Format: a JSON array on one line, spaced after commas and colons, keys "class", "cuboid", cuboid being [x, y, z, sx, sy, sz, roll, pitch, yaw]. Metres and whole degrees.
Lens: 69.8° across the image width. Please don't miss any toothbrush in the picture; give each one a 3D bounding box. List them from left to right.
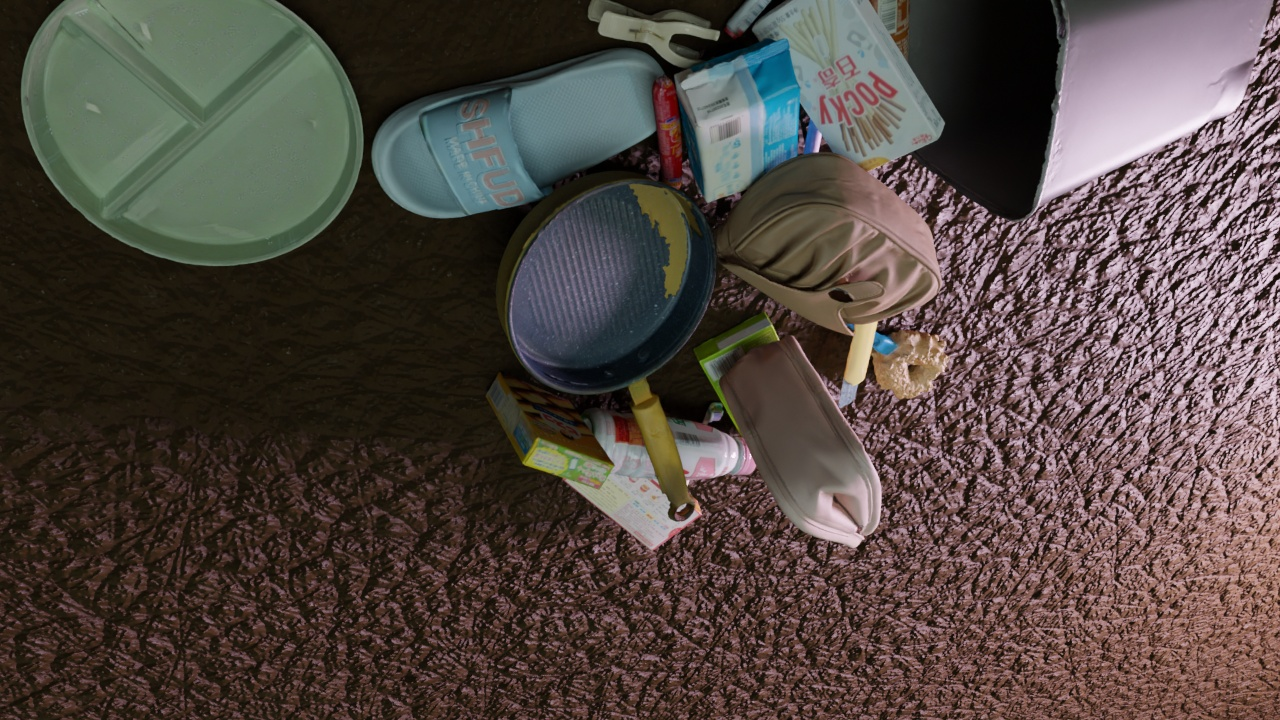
[{"class": "toothbrush", "cuboid": [0.057, 0.125, 1.049, 0.020, 0.029, 0.190, 30, 125, 15]}, {"class": "toothbrush", "cuboid": [0.156, -0.168, 0.847, 0.021, 0.029, 0.189, 21, 132, 23]}]

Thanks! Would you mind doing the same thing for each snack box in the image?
[{"class": "snack box", "cuboid": [-0.089, 0.066, 0.877, 0.087, 0.140, 0.034, 25, 104, -31]}, {"class": "snack box", "cuboid": [-0.009, 0.146, 1.026, 0.077, 0.027, 0.156, -38, 120, 14]}, {"class": "snack box", "cuboid": [0.125, 0.025, 0.987, 0.086, 0.026, 0.156, -29, 130, 6]}, {"class": "snack box", "cuboid": [0.168, -0.229, 0.742, 0.085, 0.026, 0.157, -20, 116, 44]}]

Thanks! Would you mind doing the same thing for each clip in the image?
[{"class": "clip", "cuboid": [0.014, -0.252, 0.710, 0.103, 0.076, 0.035, 2, 127, -33]}]

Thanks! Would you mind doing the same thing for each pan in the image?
[{"class": "pan", "cuboid": [-0.005, 0.005, 0.815, 0.197, 0.078, 0.358, -26, 131, -15]}]

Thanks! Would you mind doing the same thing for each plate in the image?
[{"class": "plate", "cuboid": [-0.327, -0.175, 0.685, 0.230, 0.027, 0.231, -8, 129, -11]}]

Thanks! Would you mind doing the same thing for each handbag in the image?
[{"class": "handbag", "cuboid": [0.180, 0.104, 0.938, 0.093, 0.193, 0.234, -30, 140, 8]}, {"class": "handbag", "cuboid": [0.170, -0.091, 0.816, 0.204, 0.099, 0.148, 25, 144, -37]}]

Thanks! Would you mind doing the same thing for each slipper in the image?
[{"class": "slipper", "cuboid": [-0.088, -0.174, 0.732, 0.245, 0.074, 0.104, -21, 131, -3]}]

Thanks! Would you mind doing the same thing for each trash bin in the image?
[{"class": "trash bin", "cuboid": [0.350, -0.255, 0.738, 0.219, 0.199, 0.199, -20, 131, -10]}]

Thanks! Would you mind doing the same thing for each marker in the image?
[{"class": "marker", "cuboid": [0.119, -0.314, 0.723, 0.017, 0.017, 0.145, 30, 114, -34]}]

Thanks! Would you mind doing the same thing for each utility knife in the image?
[{"class": "utility knife", "cuboid": [0.228, -0.036, 0.934, 0.031, 0.019, 0.176, 7, 94, -20]}]

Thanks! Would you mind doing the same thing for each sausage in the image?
[{"class": "sausage", "cuboid": [0.024, -0.182, 0.758, 0.020, 0.020, 0.156, -19, 157, -3]}]

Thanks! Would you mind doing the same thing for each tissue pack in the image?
[{"class": "tissue pack", "cuboid": [0.081, -0.197, 0.755, 0.090, 0.063, 0.140, -21, 154, -1]}]

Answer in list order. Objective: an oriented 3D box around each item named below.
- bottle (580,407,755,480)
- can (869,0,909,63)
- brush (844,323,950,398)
[{"class": "bottle", "cuboid": [0.030, 0.092, 0.959, 0.196, 0.068, 0.068, 8, 124, -26]}, {"class": "can", "cuboid": [0.194, -0.253, 0.768, 0.058, 0.057, 0.147, -16, 130, -5]}, {"class": "brush", "cuboid": [0.236, -0.032, 0.974, 0.254, 0.045, 0.083, 29, 118, -29]}]
